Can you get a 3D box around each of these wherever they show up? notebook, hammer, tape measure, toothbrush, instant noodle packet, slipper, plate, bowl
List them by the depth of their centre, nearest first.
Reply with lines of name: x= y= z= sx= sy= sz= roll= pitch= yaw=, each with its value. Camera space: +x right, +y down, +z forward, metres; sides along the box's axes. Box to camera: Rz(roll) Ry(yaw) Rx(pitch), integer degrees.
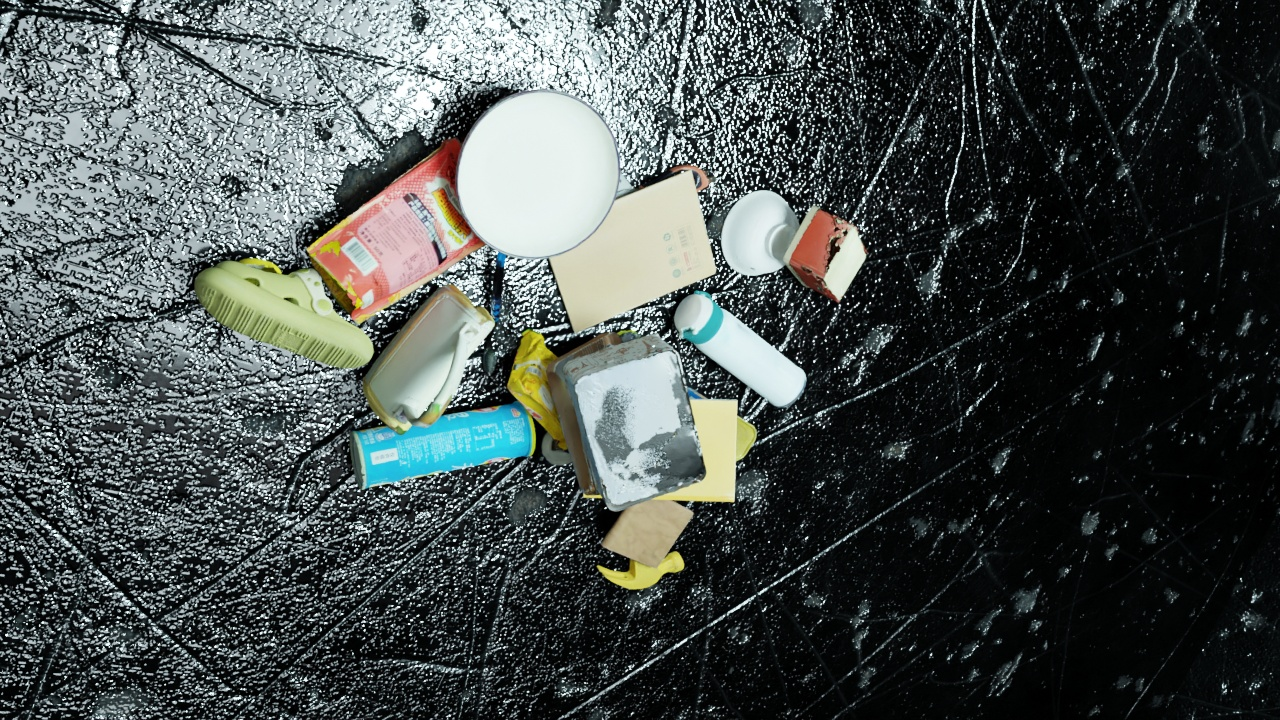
slipper: x=-0.370 y=-0.057 z=0.976 sx=0.190 sy=0.092 sz=0.081 roll=28 pitch=56 yaw=-26
plate: x=-0.117 y=-0.210 z=1.032 sx=0.192 sy=0.039 sz=0.193 roll=-12 pitch=121 yaw=-21
toothbrush: x=-0.172 y=-0.070 z=1.098 sx=0.014 sy=0.016 sz=0.190 roll=-7 pitch=119 yaw=-37
instant noodle packet: x=-0.114 y=0.037 z=1.136 sx=0.044 sy=0.110 sz=0.128 roll=-22 pitch=127 yaw=22
notebook: x=-0.011 y=-0.137 z=1.161 sx=0.207 sy=0.008 sz=0.148 roll=-24 pitch=120 yaw=-11
tape measure: x=-0.106 y=0.103 z=1.201 sx=0.066 sy=0.033 sz=0.066 roll=4 pitch=108 yaw=-30
notebook: x=0.024 y=0.118 z=1.221 sx=0.206 sy=0.010 sz=0.146 roll=1 pitch=106 yaw=5
bowl: x=0.175 y=-0.165 z=1.235 sx=0.118 sy=0.065 sz=0.118 roll=-10 pitch=112 yaw=-26
hammer: x=-0.009 y=0.194 z=1.291 sx=0.128 sy=0.033 sz=0.301 roll=-17 pitch=116 yaw=-24

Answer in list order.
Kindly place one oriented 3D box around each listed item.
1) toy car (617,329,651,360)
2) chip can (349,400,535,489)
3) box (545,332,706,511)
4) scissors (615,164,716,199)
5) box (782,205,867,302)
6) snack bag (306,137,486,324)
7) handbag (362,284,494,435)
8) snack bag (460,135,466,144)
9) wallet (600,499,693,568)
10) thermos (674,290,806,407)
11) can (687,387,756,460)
toy car: x=-0.007 y=0.007 z=1.217 sx=0.048 sy=0.032 sz=0.105 roll=-29 pitch=117 yaw=-7
chip can: x=-0.237 y=0.100 z=1.106 sx=0.209 sy=0.071 sz=0.071 roll=-10 pitch=113 yaw=-25
box: x=-0.027 y=0.067 z=1.123 sx=0.150 sy=0.166 sz=0.182 roll=-17 pitch=108 yaw=-9
scissors: x=0.001 y=-0.193 z=1.158 sx=0.224 sy=0.015 sz=0.189 roll=-12 pitch=114 yaw=-24
box: x=0.259 y=-0.138 z=1.235 sx=0.091 sy=0.078 sz=0.168 roll=-61 pitch=159 yaw=4
snack bag: x=-0.255 y=-0.139 z=1.012 sx=0.207 sy=0.073 sz=0.129 roll=-41 pitch=130 yaw=-19
handbag: x=-0.231 y=0.002 z=1.008 sx=0.063 sy=0.179 sz=0.163 roll=40 pitch=88 yaw=-29
snack bag: x=-0.164 y=-0.220 z=1.049 sx=0.048 sy=0.026 sz=0.104 roll=-36 pitch=122 yaw=-15
wallet: x=0.012 y=0.235 z=1.287 sx=0.115 sy=0.020 sz=0.101 roll=31 pitch=92 yaw=-37
thermos: x=0.138 y=-0.016 z=1.272 sx=0.224 sy=0.073 sz=0.073 roll=35 pitch=90 yaw=-33
can: x=0.098 y=0.087 z=1.277 sx=0.102 sy=0.083 sz=0.057 roll=32 pitch=91 yaw=-34
